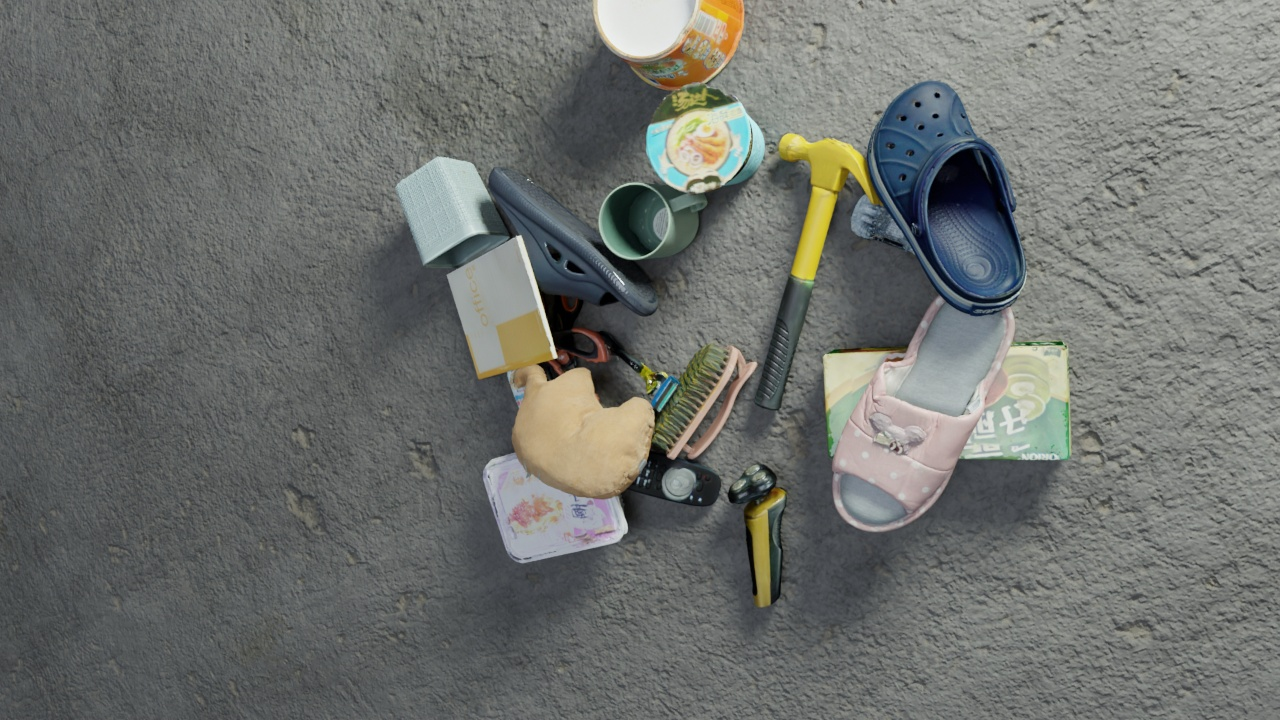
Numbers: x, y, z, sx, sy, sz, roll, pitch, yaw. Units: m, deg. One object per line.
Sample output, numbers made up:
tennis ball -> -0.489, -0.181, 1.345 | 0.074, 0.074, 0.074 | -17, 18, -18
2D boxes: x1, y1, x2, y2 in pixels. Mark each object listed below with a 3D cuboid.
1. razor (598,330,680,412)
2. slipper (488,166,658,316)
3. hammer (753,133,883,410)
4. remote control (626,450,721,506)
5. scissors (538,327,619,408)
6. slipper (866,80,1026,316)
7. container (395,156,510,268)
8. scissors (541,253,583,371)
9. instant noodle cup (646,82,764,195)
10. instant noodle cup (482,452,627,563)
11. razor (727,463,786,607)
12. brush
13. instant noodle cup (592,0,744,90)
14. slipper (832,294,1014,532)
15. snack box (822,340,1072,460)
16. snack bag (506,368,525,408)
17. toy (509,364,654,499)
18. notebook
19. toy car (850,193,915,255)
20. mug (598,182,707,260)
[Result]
razor -> -0.006, 0.006, 1.084 | 0.143, 0.022, 0.043 | 41, 101, 36
slipper -> -0.089, -0.123, 1.071 | 0.268, 0.110, 0.083 | 42, 107, 19
hammer -> 0.176, -0.088, 0.997 | 0.129, 0.032, 0.301 | 26, 112, 37
remote control -> 0.028, 0.138, 1.091 | 0.136, 0.024, 0.053 | 15, 90, -4
scissors -> -0.114, -0.024, 1.125 | 0.214, 0.015, 0.197 | -10, 98, 34
slipper -> 0.290, -0.163, 0.869 | 0.105, 0.095, 0.252 | -13, 68, -1
container -> -0.234, -0.184, 1.136 | 0.090, 0.089, 0.111 | -27, 83, 24
scissors -> -0.084, -0.020, 1.130 | 0.125, 0.021, 0.235 | -29, 86, 23
instant noodle cup -> 0.079, -0.229, 0.978 | 0.111, 0.120, 0.111 | 3, 97, 22
instant noodle cup -> -0.099, 0.168, 1.145 | 0.174, 0.060, 0.138 | -17, 91, 23
razor -> 0.137, 0.204, 1.057 | 0.067, 0.062, 0.167 | -7, 102, -9
brush -> 0.072, 0.045, 1.058 | 0.073, 0.063, 0.146 | 29, 108, -14
instant noodle cup -> 0.024, -0.374, 0.983 | 0.151, 0.111, 0.151 | 4, 99, 22
slipper -> 0.275, 0.052, 0.903 | 0.114, 0.054, 0.275 | 31, 106, 17
snack box -> 0.314, 0.041, 0.950 | 0.240, 0.063, 0.114 | -1, 96, 23
snack bag -> -0.148, 0.036, 1.164 | 0.048, 0.026, 0.104 | -15, 92, 12
toy -> -0.090, 0.076, 1.063 | 0.226, 0.082, 0.143 | 27, 71, 30
notebook -> -0.172, -0.058, 1.111 | 0.207, 0.010, 0.146 | -12, 95, 55
toy car -> 0.272, -0.140, 0.959 | 0.106, 0.031, 0.049 | 22, 106, 17
mug -> 0.025, -0.160, 1.016 | 0.112, 0.106, 0.082 | -22, 89, 26
